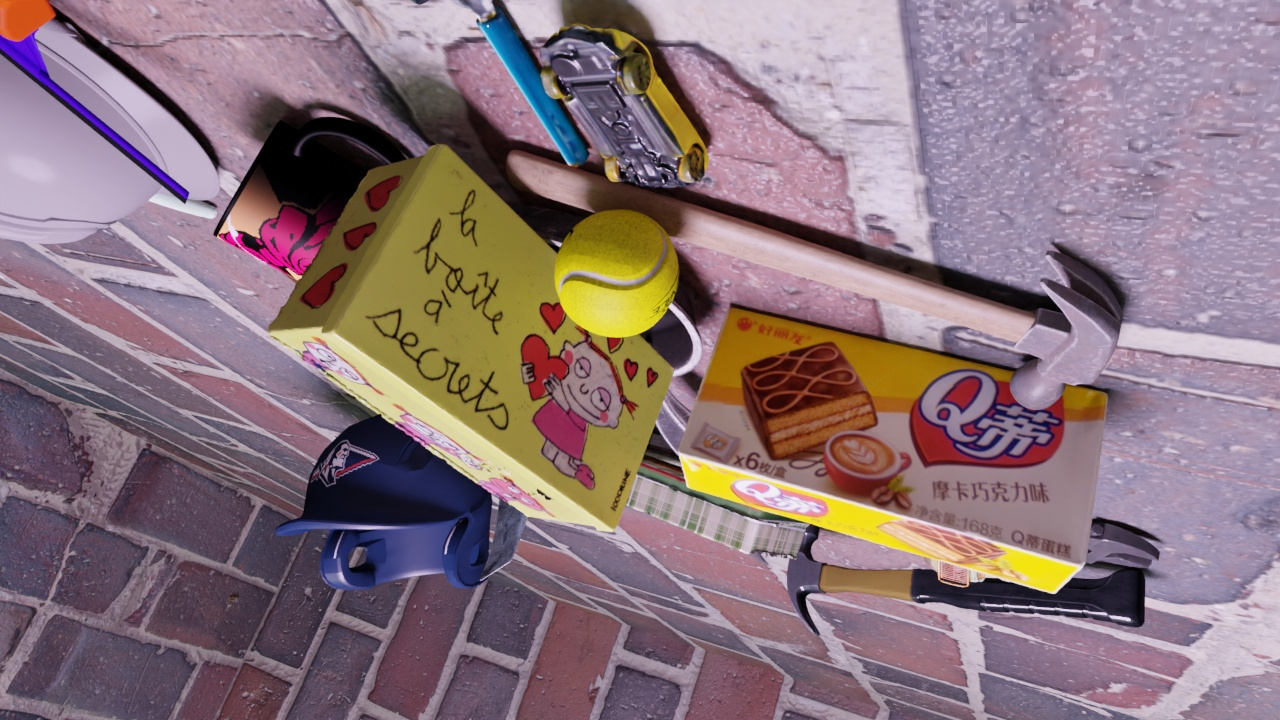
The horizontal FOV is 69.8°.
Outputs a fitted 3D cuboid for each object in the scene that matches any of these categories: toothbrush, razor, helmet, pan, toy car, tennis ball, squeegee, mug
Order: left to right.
[{"bbox_3d":[-0.422,-0.149,0.588,0.184,0.117,0.271,-3,147,47],"label":"helmet"},{"bbox_3d":[-0.317,-0.204,0.445,0.249,0.055,0.185,41,155,-11],"label":"squeegee"},{"bbox_3d":[-0.415,-0.144,0.740,0.155,0.015,0.022,20,-170,1],"label":"toothbrush"},{"bbox_3d":[-0.191,-0.099,0.570,0.098,0.081,0.118,30,130,-24],"label":"mug"},{"bbox_3d":[-0.308,0.175,1.122,0.233,0.223,0.271,-8,178,27],"label":"helmet"},{"bbox_3d":[-0.056,-0.136,0.421,0.042,0.022,0.144,-24,151,9],"label":"razor"},{"bbox_3d":[-0.012,-0.046,0.480,0.065,0.065,0.065,18,159,7],"label":"tennis ball"},{"bbox_3d":[-0.005,-0.112,0.413,0.049,0.030,0.107,9,159,31],"label":"toy car"},{"bbox_3d":[-0.004,0.004,0.663,0.188,0.055,0.357,4,154,38],"label":"pan"},{"bbox_3d":[0.286,0.173,0.807,0.112,0.047,0.047,8,130,29],"label":"toy car"}]

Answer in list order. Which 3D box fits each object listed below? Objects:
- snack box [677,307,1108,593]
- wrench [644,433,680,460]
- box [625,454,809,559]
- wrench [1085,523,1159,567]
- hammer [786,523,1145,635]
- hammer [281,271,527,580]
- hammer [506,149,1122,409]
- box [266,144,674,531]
[{"bbox_3d":[0.149,0.050,0.558,0.230,0.109,0.062,14,155,16],"label":"snack box"},{"bbox_3d":[-0.010,0.072,0.889,0.273,0.018,0.084,16,159,13],"label":"wrench"},{"bbox_3d":[0.046,0.129,0.857,0.206,0.049,0.117,15,174,37],"label":"box"},{"bbox_3d":[0.280,0.132,0.771,0.274,0.018,0.073,9,156,32],"label":"wrench"},{"bbox_3d":[0.284,0.212,0.859,0.334,0.117,0.025,-5,150,40],"label":"hammer"},{"bbox_3d":[-0.195,0.016,0.740,0.037,0.217,0.300,-36,115,24],"label":"hammer"},{"bbox_3d":[0.084,-0.057,0.488,0.331,0.030,0.119,20,159,9],"label":"hammer"},{"bbox_3d":[-0.084,-0.003,0.527,0.081,0.124,0.221,0,145,40],"label":"box"}]
